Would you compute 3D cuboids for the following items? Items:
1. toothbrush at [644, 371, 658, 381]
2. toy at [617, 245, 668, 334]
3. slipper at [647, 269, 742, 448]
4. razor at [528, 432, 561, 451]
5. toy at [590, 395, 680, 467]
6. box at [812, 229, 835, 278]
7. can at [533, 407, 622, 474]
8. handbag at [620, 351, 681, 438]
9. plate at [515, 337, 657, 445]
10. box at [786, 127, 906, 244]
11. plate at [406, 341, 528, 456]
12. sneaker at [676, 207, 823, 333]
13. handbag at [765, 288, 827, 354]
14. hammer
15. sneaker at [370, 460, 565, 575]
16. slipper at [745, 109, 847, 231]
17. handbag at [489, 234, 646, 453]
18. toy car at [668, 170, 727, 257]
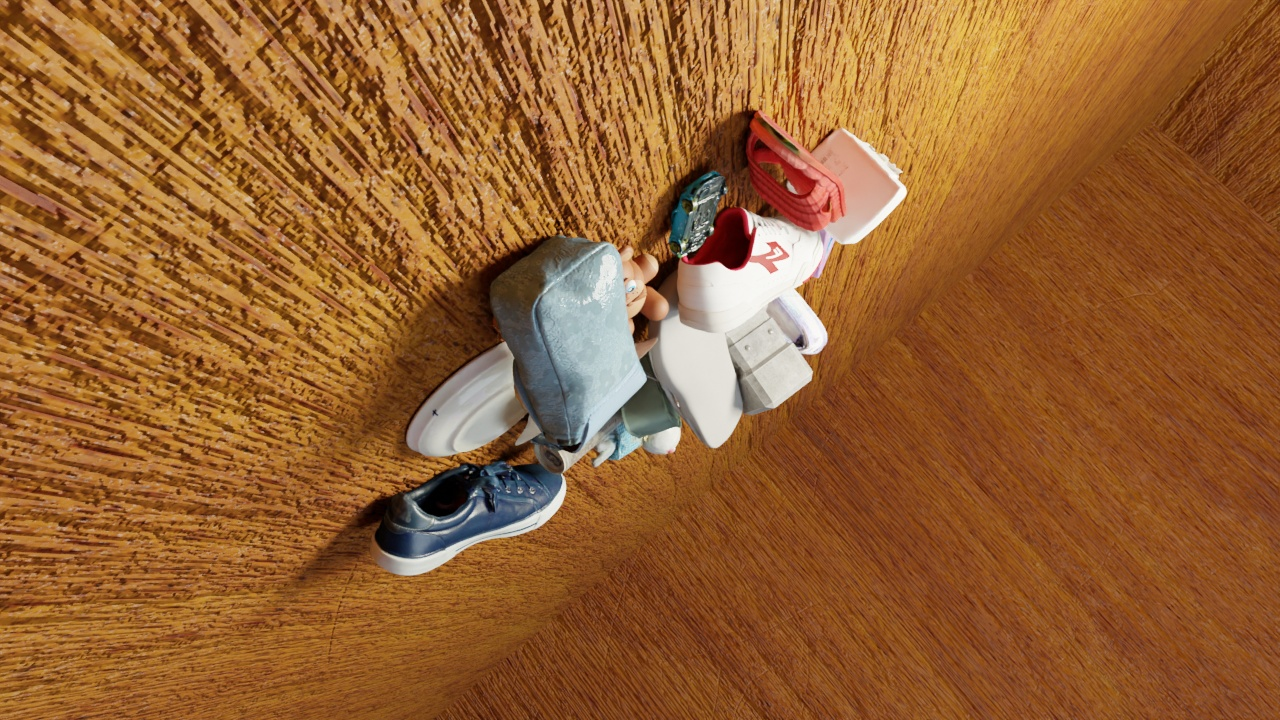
[{"bbox_3d":[-0.007,0.006,1.100,0.010,0.010,0.181,-45,139,18],"label":"toothbrush"},{"bbox_3d":[-0.021,-0.070,0.889,0.095,0.065,0.128,-38,160,0],"label":"toy"},{"bbox_3d":[0.053,-0.002,1.126,0.112,0.081,0.266,-47,136,-23],"label":"slipper"},{"bbox_3d":[-0.076,0.059,1.104,0.141,0.063,0.053,-33,175,17],"label":"razor"},{"bbox_3d":[0.004,0.097,1.314,0.204,0.105,0.131,-36,163,-45],"label":"toy"},{"bbox_3d":[0.233,-0.181,1.210,0.078,0.065,0.214,-53,166,-7],"label":"box"},{"bbox_3d":[-0.075,0.090,1.198,0.135,0.054,0.054,-38,167,-39],"label":"can"},{"bbox_3d":[0.012,0.043,1.211,0.067,0.106,0.122,-14,167,9],"label":"handbag"},{"bbox_3d":[-0.062,0.026,0.982,0.188,0.016,0.188,-36,-174,4],"label":"plate"},{"bbox_3d":[0.246,-0.203,1.070,0.103,0.107,0.091,-46,167,23],"label":"box"},{"bbox_3d":[-0.155,0.045,0.947,0.182,0.034,0.182,-37,165,-12],"label":"plate"},{"bbox_3d":[0.127,-0.129,1.034,0.235,0.090,0.104,-34,129,-34],"label":"sneaker"},{"bbox_3d":[0.213,-0.058,1.360,0.069,0.126,0.158,-42,167,16],"label":"handbag"},{"bbox_3d":[0.104,0.003,1.305,0.082,0.162,0.318,-35,-179,-20],"label":"hammer"},{"bbox_3d":[-0.185,0.153,1.099,0.293,0.121,0.127,-13,127,-55],"label":"sneaker"},{"bbox_3d":[0.154,-0.176,0.927,0.059,0.103,0.248,-47,161,10],"label":"slipper"},{"bbox_3d":[-0.071,-0.018,0.811,0.121,0.119,0.192,-46,139,-30],"label":"handbag"},{"bbox_3d":[0.053,-0.146,0.903,0.048,0.032,0.106,-32,157,-27],"label":"toy car"}]
